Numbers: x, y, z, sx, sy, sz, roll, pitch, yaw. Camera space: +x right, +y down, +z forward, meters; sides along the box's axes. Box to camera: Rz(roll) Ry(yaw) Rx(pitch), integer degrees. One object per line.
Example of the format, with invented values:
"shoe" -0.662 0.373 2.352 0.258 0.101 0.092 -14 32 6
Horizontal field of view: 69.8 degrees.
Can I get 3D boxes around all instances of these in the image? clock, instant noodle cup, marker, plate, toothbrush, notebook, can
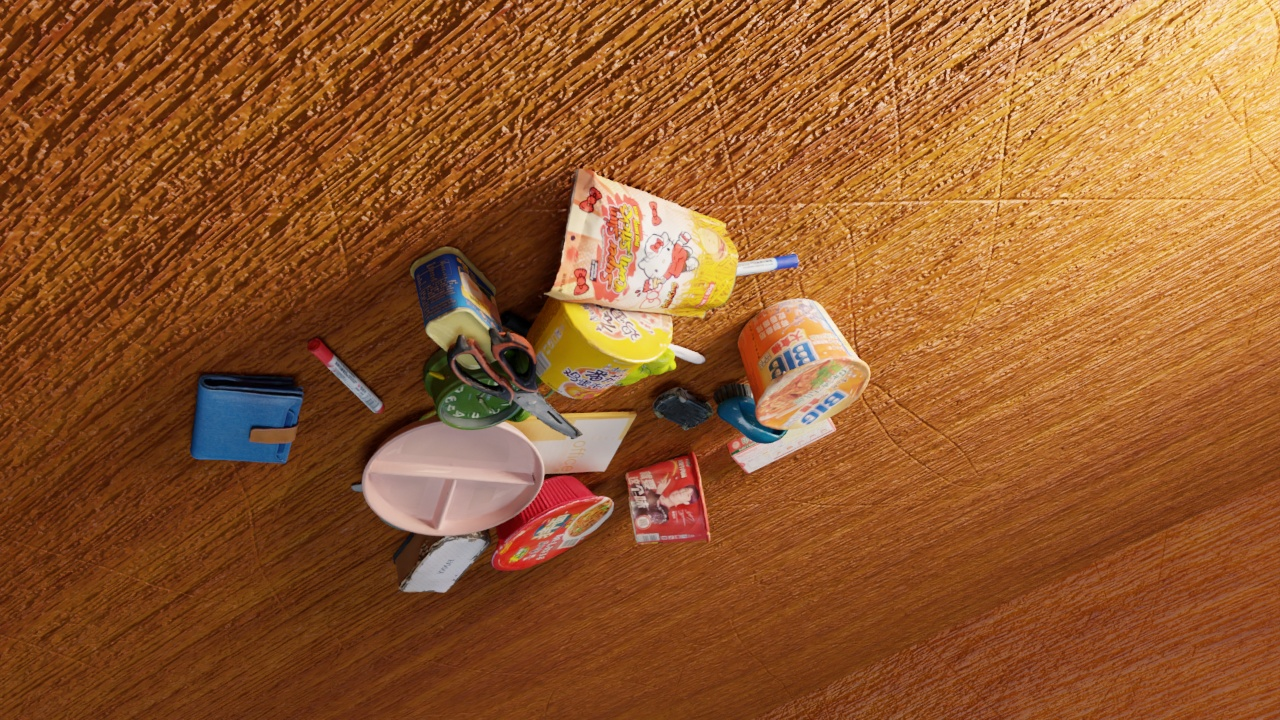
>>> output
"clock" -0.173 0.029 1.064 0.161 0.056 0.116 -4 144 -22
"instant noodle cup" -0.137 0.228 1.327 0.193 0.066 0.194 -25 154 -13
"instant noodle cup" 0.039 0.210 1.362 0.108 0.137 0.138 -10 145 0
"marker" -0.322 0.020 1.012 0.017 0.017 0.145 -22 146 3
"plate" -0.240 0.148 1.183 0.229 0.028 0.230 -7 135 -8
"toothbrush" 0.020 -0.018 1.129 0.180 0.016 0.016 18 133 -42
"marker" 0.112 -0.105 1.055 0.145 0.017 0.017 -10 145 -14
"notebook" -0.122 0.116 1.249 0.206 0.010 0.146 0 142 -26
"marker" -0.112 -0.024 1.053 0.022 0.020 0.132 -20 149 30
"instant noodle cup" 0.197 0.001 1.159 0.151 0.111 0.152 -13 145 -9
"can" -0.181 -0.051 0.924 0.057 0.083 0.102 -26 145 9
"instant noodle cup" -0.051 -0.030 0.984 0.137 0.138 0.110 7 146 -34

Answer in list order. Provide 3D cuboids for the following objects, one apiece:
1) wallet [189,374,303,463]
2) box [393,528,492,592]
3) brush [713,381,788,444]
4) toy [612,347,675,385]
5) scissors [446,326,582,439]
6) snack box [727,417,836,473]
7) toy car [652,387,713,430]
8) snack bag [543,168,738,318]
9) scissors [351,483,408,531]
"wallet" -0.432 0.067 1.007 0.106 0.040 0.133 6 139 -26
"box" -0.295 0.282 1.351 0.089 0.063 0.185 12 136 -37
"brush" 0.161 0.080 1.286 0.055 0.073 0.143 -36 143 30
"toy" -0.007 0.007 1.127 0.100 0.031 0.097 -7 157 0
"scissors" -0.109 0.029 0.960 0.209 0.015 0.183 10 137 -27
"snack box" 0.217 0.118 1.408 0.156 0.027 0.077 -28 145 11
"toy car" 0.056 0.063 1.246 0.049 0.031 0.105 -36 144 21
"snack bag" 0.004 -0.109 0.937 0.207 0.073 0.128 9 100 -40
"scissors" -0.293 0.179 1.236 0.174 0.019 0.170 -9 141 -8
